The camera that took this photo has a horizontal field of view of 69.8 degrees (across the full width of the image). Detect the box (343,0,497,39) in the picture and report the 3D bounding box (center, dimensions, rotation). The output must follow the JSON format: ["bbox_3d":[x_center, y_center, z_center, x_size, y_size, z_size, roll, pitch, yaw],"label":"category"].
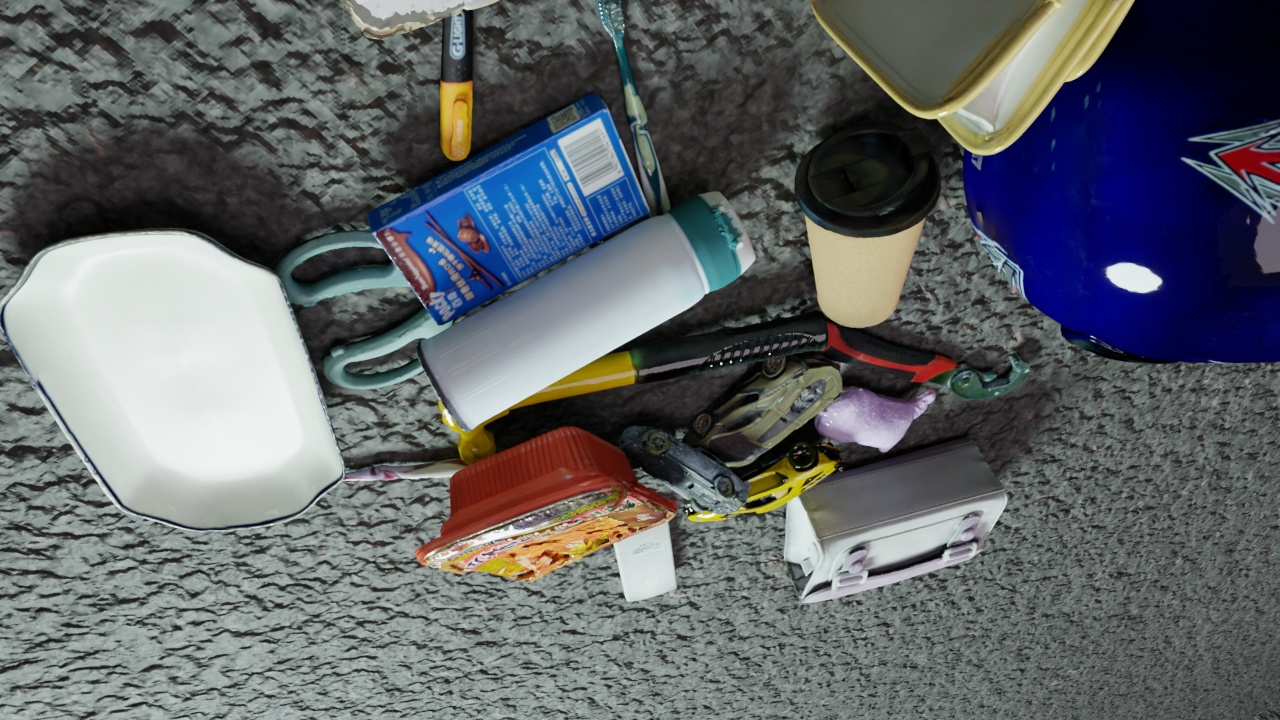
[{"bbox_3d":[-0.063,-0.224,0.427,0.184,0.062,0.090,-20,129,-3],"label":"box"}]

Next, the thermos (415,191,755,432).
[{"bbox_3d":[-0.031,-0.036,0.601,0.224,0.073,0.073,-29,137,-2],"label":"thermos"}]

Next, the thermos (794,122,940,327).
[{"bbox_3d":[0.155,-0.089,0.636,0.093,0.093,0.143,-19,144,-2],"label":"thermos"}]

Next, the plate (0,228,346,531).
[{"bbox_3d":[-0.292,0.018,0.601,0.162,0.034,0.266,-9,134,-8],"label":"plate"}]

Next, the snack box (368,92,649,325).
[{"bbox_3d":[-0.079,-0.092,0.572,0.157,0.026,0.084,-28,135,-1],"label":"snack box"}]

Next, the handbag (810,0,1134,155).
[{"bbox_3d":[0.187,-0.213,0.464,0.063,0.163,0.179,17,125,-36],"label":"handbag"}]

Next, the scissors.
[{"bbox_3d":[-0.154,-0.030,0.625,0.177,0.019,0.170,-5,134,-20],"label":"scissors"}]

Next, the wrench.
[{"bbox_3d":[0.239,0.000,0.804,0.273,0.016,0.056,10,129,-28],"label":"wrench"}]

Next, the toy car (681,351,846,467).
[{"bbox_3d":[0.103,0.047,0.782,0.070,0.042,0.158,25,126,-37],"label":"toy car"}]

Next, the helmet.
[{"bbox_3d":[0.330,-0.127,0.551,0.314,0.241,0.247,-16,120,-52],"label":"helmet"}]

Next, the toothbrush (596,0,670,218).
[{"bbox_3d":[0.000,-0.143,0.569,0.016,0.018,0.192,-19,137,-2],"label":"toothbrush"}]

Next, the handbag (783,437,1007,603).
[{"bbox_3d":[0.251,0.172,0.929,0.197,0.098,0.145,-13,142,-8],"label":"handbag"}]

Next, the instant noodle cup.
[{"bbox_3d":[-0.071,0.115,0.729,0.165,0.079,0.189,-23,157,13],"label":"instant noodle cup"}]

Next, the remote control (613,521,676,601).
[{"bbox_3d":[0.004,0.193,0.906,0.056,0.019,0.135,-15,137,-6],"label":"remote control"}]

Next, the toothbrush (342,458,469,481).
[{"bbox_3d":[-0.200,0.085,0.725,0.187,0.016,0.017,-2,124,-18],"label":"toothbrush"}]

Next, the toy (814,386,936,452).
[{"bbox_3d":[0.206,0.050,0.825,0.108,0.039,0.084,12,128,-27],"label":"toy"}]

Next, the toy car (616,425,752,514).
[{"bbox_3d":[0.037,0.091,0.779,0.120,0.036,0.054,31,150,-9],"label":"toy car"}]

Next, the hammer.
[{"bbox_3d":[-0.004,0.004,0.698,0.300,0.032,0.129,-11,137,-7],"label":"hammer"}]

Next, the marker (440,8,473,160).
[{"bbox_3d":[-0.101,-0.167,0.509,0.018,0.015,0.124,-8,134,-21],"label":"marker"}]

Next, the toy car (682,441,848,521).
[{"bbox_3d":[0.113,0.116,0.839,0.156,0.041,0.071,-26,163,9],"label":"toy car"}]
